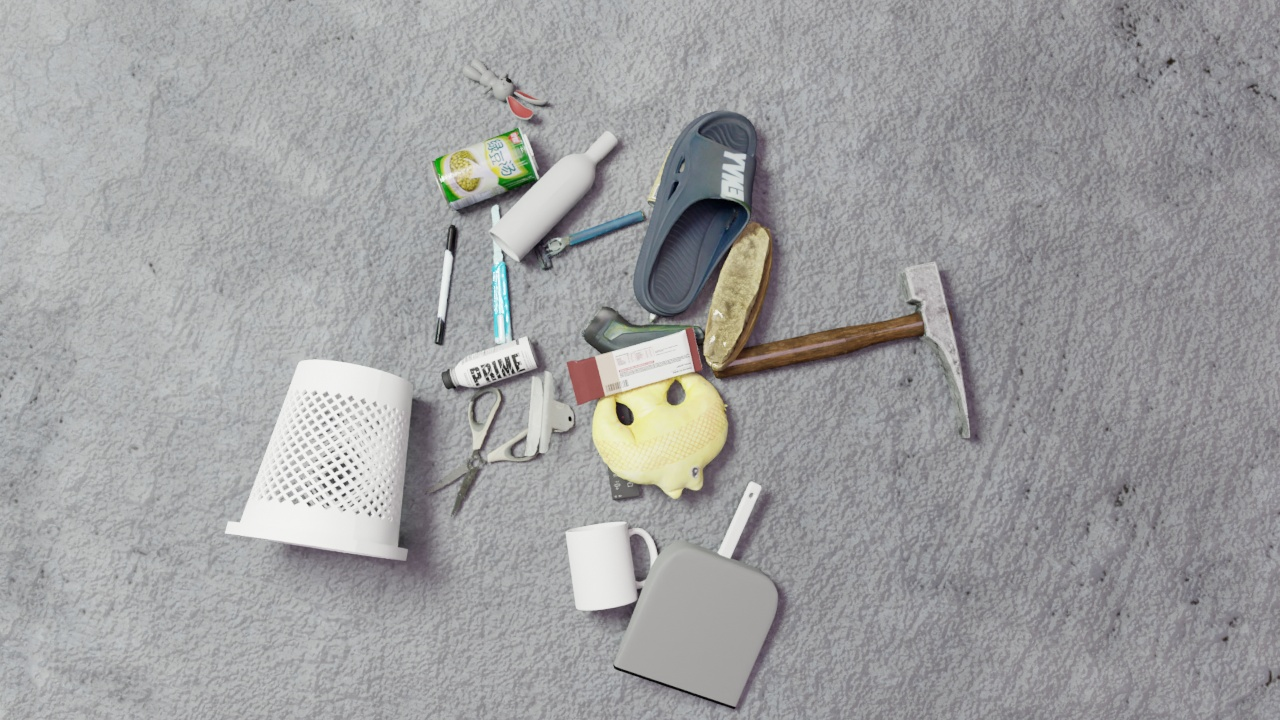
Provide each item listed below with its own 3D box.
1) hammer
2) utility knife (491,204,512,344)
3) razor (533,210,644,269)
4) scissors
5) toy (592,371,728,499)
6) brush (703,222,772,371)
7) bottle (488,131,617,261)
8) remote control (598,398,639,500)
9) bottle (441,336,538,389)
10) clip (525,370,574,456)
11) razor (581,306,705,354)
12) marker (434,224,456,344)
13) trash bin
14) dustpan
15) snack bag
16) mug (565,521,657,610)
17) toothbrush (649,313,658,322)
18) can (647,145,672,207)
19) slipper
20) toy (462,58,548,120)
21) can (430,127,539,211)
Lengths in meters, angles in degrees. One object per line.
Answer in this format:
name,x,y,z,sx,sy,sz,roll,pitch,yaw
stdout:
hammer,0.243,0.016,1.127,0.300,0.037,0.217,-12,85,-1
utility knife,-0.174,-0.107,1.144,0.022,0.015,0.179,-2,86,-1
razor,-0.064,-0.158,1.147,0.144,0.022,0.042,-21,87,-3
scissors,-0.191,0.108,1.127,0.157,0.012,0.165,-8,85,-1
toy,0.030,0.087,1.102,0.170,0.065,0.154,-18,75,-15
brush,0.119,-0.080,1.117,0.059,0.043,0.195,15,75,18
bottle,-0.101,-0.209,1.132,0.052,0.052,0.195,42,80,3
remote control,-0.028,0.095,1.128,0.034,0.013,0.150,-8,85,-1
bottle,-0.185,0.007,1.121,0.116,0.041,0.041,-18,85,-2
clip,-0.113,0.067,1.118,0.058,0.052,0.102,-2,73,16
razor,0.003,-0.035,1.121,0.151,0.054,0.067,-3,94,-6
marker,-0.243,-0.095,1.145,0.011,0.011,0.152,6,85,0
trash bin,-0.346,0.114,1.049,0.195,0.196,0.199,8,75,0
dustpan,0.089,0.266,1.088,0.163,0.033,0.257,24,91,-15
snack bag,-0.006,0.006,1.095,0.158,0.013,0.057,-16,106,-8
mug,-0.030,0.240,1.093,0.110,0.074,0.090,-6,84,-27
toothbrush,0.046,-0.135,1.149,0.017,0.016,0.189,20,85,13
can,0.040,-0.227,1.144,0.038,0.038,0.079,23,85,1
slipper,0.074,-0.179,1.100,0.110,0.083,0.268,23,87,-27
toy,-0.173,-0.342,1.157,0.111,0.030,0.049,35,57,5
can,-0.189,-0.236,1.129,0.121,0.067,0.067,-21,85,-2
